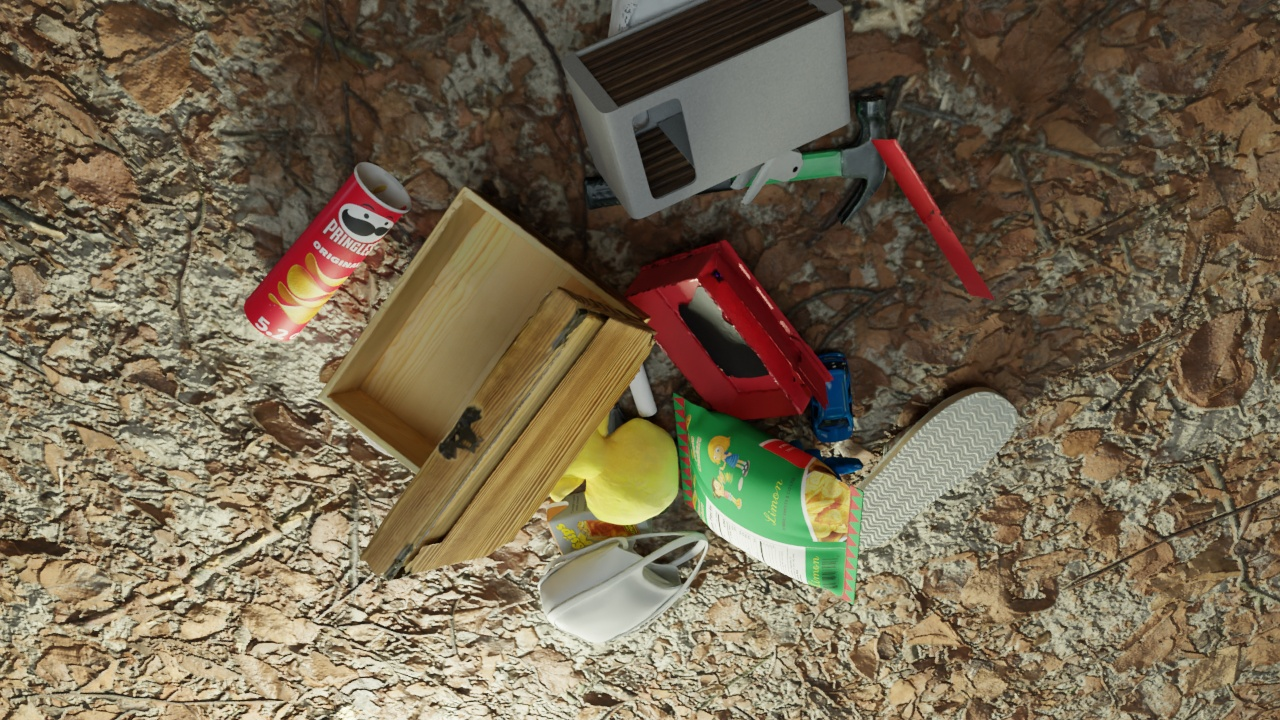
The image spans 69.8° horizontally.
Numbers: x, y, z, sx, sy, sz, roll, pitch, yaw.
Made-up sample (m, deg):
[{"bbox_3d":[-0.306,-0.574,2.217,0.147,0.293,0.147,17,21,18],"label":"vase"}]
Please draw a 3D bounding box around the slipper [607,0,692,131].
[{"bbox_3d":[0.005,-0.309,0.884,0.112,0.074,0.247,1,129,-10],"label":"slipper"}]

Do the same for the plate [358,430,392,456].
[{"bbox_3d":[-0.289,0.066,1.140,0.134,0.011,0.135,1,120,1],"label":"plate"}]

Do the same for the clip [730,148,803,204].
[{"bbox_3d":[0.136,-0.204,0.932,0.052,0.057,0.102,36,118,10],"label":"clip"}]

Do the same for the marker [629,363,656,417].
[{"bbox_3d":[-0.006,0.006,1.094,0.027,0.023,0.133,-23,119,-11],"label":"marker"}]

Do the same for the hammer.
[{"bbox_3d":[0.099,-0.196,0.974,0.319,0.032,0.130,-6,120,5],"label":"hammer"}]

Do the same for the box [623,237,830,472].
[{"bbox_3d":[0.079,0.002,0.986,0.213,0.152,0.165,48,150,-24],"label":"box"}]

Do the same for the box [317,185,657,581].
[{"bbox_3d":[-0.148,0.023,0.860,0.286,0.334,0.279,37,96,1],"label":"box"}]

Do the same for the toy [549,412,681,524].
[{"bbox_3d":[-0.035,0.126,1.093,0.207,0.092,0.134,26,94,-15],"label":"toy"}]

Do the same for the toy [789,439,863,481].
[{"bbox_3d":[0.187,0.126,1.120,0.176,0.112,0.071,20,104,0],"label":"toy"}]

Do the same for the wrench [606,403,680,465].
[{"bbox_3d":[0.046,0.115,1.155,0.273,0.022,0.073,19,119,-8],"label":"wrench"}]

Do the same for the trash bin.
[{"bbox_3d":[0.063,-0.248,0.843,0.228,0.114,0.114,-25,137,-6],"label":"trash bin"}]

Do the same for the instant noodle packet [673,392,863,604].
[{"bbox_3d":[0.142,0.159,1.060,0.253,0.090,0.196,27,141,34],"label":"instant noodle packet"}]

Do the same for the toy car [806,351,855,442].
[{"bbox_3d":[0.228,0.048,1.101,0.056,0.043,0.120,-8,120,5],"label":"toy car"}]

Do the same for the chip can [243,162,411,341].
[{"bbox_3d":[-0.345,-0.115,1.006,0.069,0.069,0.221,40,113,-19],"label":"chip can"}]

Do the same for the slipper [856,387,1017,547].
[{"bbox_3d":[0.349,0.131,1.142,0.115,0.052,0.263,35,111,-20],"label":"slipper"}]

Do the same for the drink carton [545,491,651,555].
[{"bbox_3d":[-0.053,0.204,1.193,0.125,0.048,0.076,-15,118,9],"label":"drink carton"}]

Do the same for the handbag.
[{"bbox_3d":[-0.006,0.285,1.215,0.223,0.095,0.216,-32,141,10],"label":"handbag"}]
